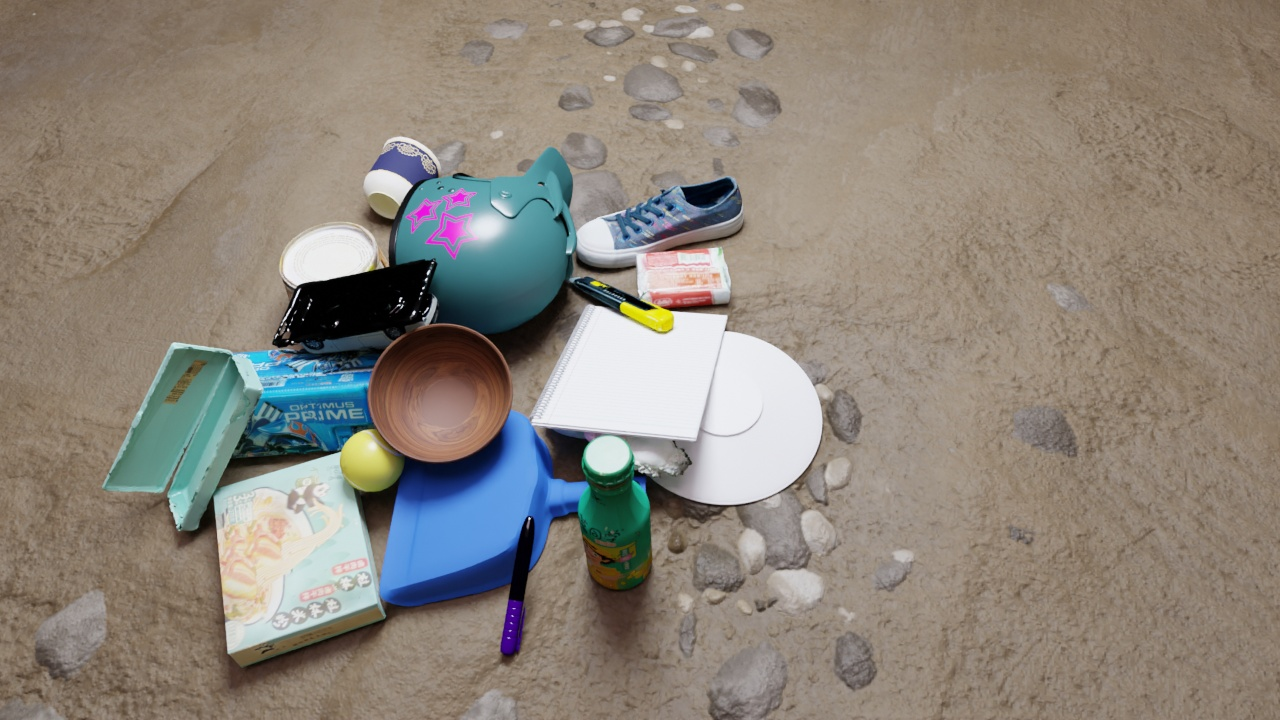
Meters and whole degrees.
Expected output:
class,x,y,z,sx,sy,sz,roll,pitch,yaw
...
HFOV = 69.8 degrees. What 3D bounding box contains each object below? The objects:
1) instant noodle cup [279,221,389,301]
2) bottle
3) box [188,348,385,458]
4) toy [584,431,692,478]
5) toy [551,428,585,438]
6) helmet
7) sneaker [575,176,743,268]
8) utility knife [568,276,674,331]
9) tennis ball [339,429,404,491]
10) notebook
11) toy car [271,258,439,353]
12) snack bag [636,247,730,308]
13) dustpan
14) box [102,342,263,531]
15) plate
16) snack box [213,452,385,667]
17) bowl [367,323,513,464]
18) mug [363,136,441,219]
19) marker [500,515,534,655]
class,x,y,z,sx,sy,sz,roll,pitch,yaw
instant noodle cup,-0.371,-0.098,1.134,0.146,0.098,0.146,-1,52,1
bottle,-0.025,0.143,0.861,0.068,0.210,0.068,-1,52,2
box,-0.383,0.038,1.048,0.243,0.094,0.115,-4,32,-1
toy,-0.009,0.090,0.973,0.108,0.041,0.095,-2,41,-18
toy,-0.069,0.062,1.025,0.087,0.050,0.112,15,35,14
helmet,-0.174,-0.150,1.124,0.200,0.177,0.274,0,41,8
sneaker,0.024,-0.191,1.201,0.235,0.079,0.087,-16,54,-10
utility knife,-0.027,-0.076,1.134,0.173,0.020,0.028,26,41,36
tennis ball,-0.280,0.105,0.960,0.065,0.065,0.065,-1,52,1
notebook,-0.006,0.006,1.039,0.178,0.013,0.244,5,34,11
toy car,-0.303,-0.046,1.019,0.192,0.071,0.093,-8,48,20
snack bag,0.053,-0.104,1.160,0.116,0.036,0.076,-5,53,-2
dustpan,-0.124,0.136,0.968,0.258,0.059,0.245,-7,52,10
box,-0.474,0.077,0.940,0.188,0.092,0.077,-58,44,15
plate,0.091,0.052,1.031,0.229,0.030,0.229,0,56,0
snack box,-0.351,0.197,0.938,0.141,0.044,0.193,-17,52,-12
bowl,-0.207,0.041,0.971,0.147,0.069,0.147,1,75,-3
mug,-0.320,-0.236,1.258,0.112,0.086,0.089,32,55,-18
marker,-0.117,0.219,0.893,0.018,0.015,0.134,12,82,-23
